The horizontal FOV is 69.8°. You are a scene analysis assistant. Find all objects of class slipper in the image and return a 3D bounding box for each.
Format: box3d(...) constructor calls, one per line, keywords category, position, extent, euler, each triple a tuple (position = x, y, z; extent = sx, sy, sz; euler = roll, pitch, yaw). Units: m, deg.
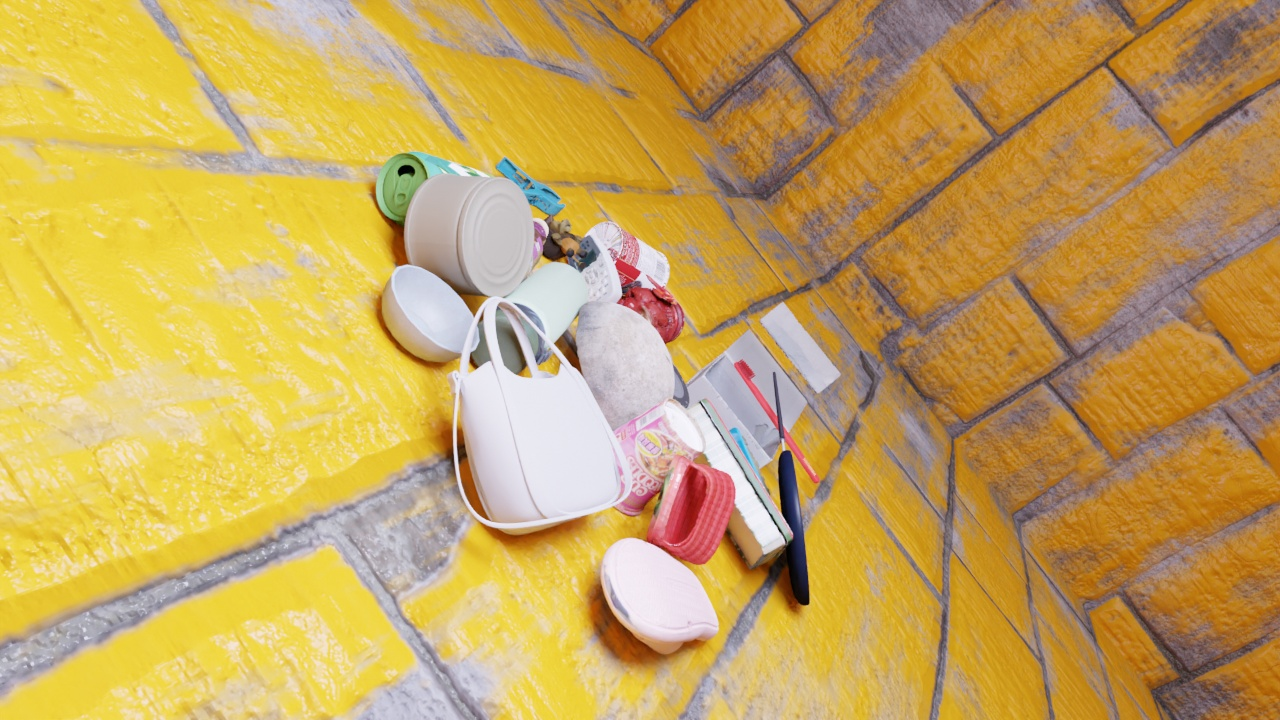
box3d(category="slipper", position=(0.018, 0.230, 0.885), extent=(0.106, 0.056, 0.221), euler=(62, 13, 27))
box3d(category="slipper", position=(0.067, 0.165, 0.979), extent=(0.059, 0.103, 0.249), euler=(18, -11, 20))

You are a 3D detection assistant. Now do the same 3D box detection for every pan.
box3d(category="pan", position=(0.196, 0.155, 1.240), extent=(0.199, 0.021, 0.355), euler=(76, 10, -50))

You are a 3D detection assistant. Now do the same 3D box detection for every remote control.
box3d(category="remote control", position=(-0.064, -0.122, 1.292), extent=(0.028, 0.060, 0.114), euler=(24, 37, -54))

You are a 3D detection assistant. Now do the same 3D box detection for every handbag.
box3d(category="handbag", position=(-0.101, 0.041, 0.839), extent=(0.215, 0.096, 0.222), euler=(0, 69, -65))

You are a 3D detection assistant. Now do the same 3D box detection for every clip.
box3d(category="clip", position=(-0.154, -0.241, 1.355), extent=(0.119, 0.027, 0.102), euler=(18, 41, -54))

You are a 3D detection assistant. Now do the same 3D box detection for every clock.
box3d(category="clock", position=(0.023, 0.033, 1.232), extent=(0.091, 0.044, 0.122), euler=(37, 30, -39))

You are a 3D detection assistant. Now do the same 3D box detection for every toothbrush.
box3d(category="toothbrush", position=(0.203, 0.087, 1.345), extent=(0.212, 0.018, 0.012), euler=(56, 35, 7))

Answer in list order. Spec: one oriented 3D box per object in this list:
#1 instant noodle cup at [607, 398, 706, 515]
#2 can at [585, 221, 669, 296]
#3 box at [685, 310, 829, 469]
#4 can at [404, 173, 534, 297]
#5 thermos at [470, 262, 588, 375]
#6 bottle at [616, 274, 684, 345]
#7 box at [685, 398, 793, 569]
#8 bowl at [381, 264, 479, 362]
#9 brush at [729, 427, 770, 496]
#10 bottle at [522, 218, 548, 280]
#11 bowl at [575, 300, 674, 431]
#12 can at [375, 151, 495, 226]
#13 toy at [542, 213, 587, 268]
box3d(category="instant noodle cup", position=(0.010, 0.101, 1.006), extent=(0.097, 0.109, 0.097), euler=(42, 23, -23))
box3d(category="can", position=(-0.024, -0.144, 1.372), extent=(0.116, 0.087, 0.086), euler=(26, 32, -47))
box3d(category="box", position=(0.183, 0.050, 1.461), extent=(0.166, 0.099, 0.367), euler=(52, 27, 0))
box3d(category="can", position=(-0.176, -0.130, 0.961), extent=(0.127, 0.073, 0.128), euler=(-25, 119, -59))
box3d(category="thermos", position=(-0.119, -0.045, 1.026), extent=(0.082, 0.082, 0.231), euler=(48, 20, -7))
box3d(category="bottle", position=(0.011, -0.065, 1.300), extent=(0.099, 0.099, 0.111), euler=(57, 27, 16))
box3d(category="box", position=(0.111, 0.153, 1.136), extent=(0.205, 0.051, 0.118), euler=(57, -15, 20))
box3d(category="bowl", position=(-0.209, -0.038, 0.884), extent=(0.106, 0.039, 0.106), euler=(42, 23, -22))
box3d(category="brush", position=(0.129, 0.154, 1.235), extent=(0.075, 0.055, 0.135), euler=(34, 26, -47))
box3d(category="bottle", position=(-0.149, -0.145, 1.153), extent=(0.059, 0.060, 0.165), euler=(47, 21, -11))
box3d(category="bowl", position=(-0.006, 0.006, 1.095), extent=(0.178, 0.081, 0.178), euler=(-18, 90, -73))
box3d(category="can", position=(-0.221, -0.183, 1.036), extent=(0.083, 0.083, 0.144), euler=(57, 22, 16))
box3d(category="toy", position=(-0.105, -0.160, 1.259), extent=(0.076, 0.063, 0.100), euler=(-2, 35, -43))
